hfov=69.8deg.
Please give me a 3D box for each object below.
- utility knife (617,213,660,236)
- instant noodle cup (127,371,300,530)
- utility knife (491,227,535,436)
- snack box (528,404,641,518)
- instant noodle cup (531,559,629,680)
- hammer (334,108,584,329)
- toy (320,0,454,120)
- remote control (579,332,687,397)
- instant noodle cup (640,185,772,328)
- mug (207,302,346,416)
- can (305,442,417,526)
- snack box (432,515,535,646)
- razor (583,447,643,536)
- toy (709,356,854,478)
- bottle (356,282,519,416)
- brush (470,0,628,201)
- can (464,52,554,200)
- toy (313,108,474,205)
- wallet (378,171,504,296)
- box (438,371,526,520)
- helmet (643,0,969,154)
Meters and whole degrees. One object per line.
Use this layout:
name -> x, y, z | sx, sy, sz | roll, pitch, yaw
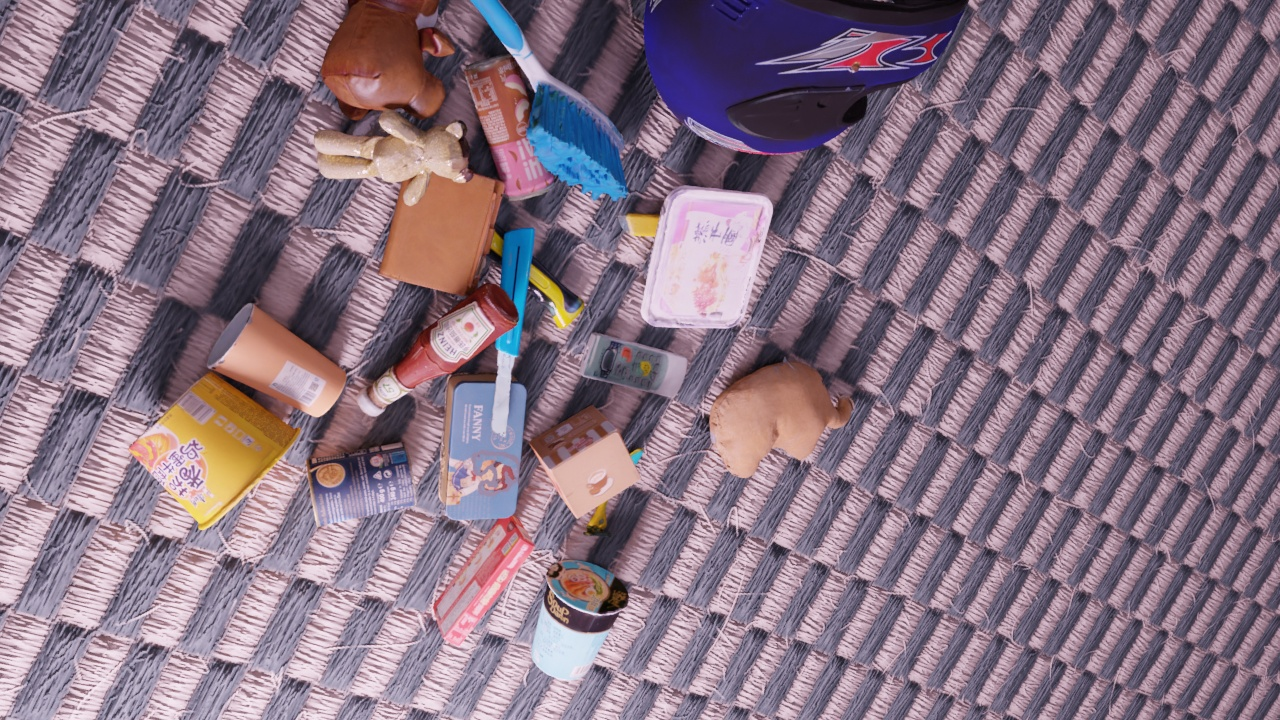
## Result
utility knife -> 0.047, -0.165, 1.111 | 0.163, 0.015, 0.033 | -1, 109, -21
instant noodle cup -> -0.437, 0.086, 0.934 | 0.138, 0.138, 0.110 | -45, 107, -4
utility knife -> -0.146, -0.031, 1.023 | 0.034, 0.018, 0.236 | 4, 97, -21
snack box -> -0.067, 0.120, 1.108 | 0.092, 0.094, 0.077 | -30, 115, -11
instant noodle cup -> -0.086, 0.335, 1.168 | 0.111, 0.111, 0.121 | 12, 110, -25
hammer -> -0.183, -0.153, 1.015 | 0.323, 0.032, 0.126 | 42, 89, -26
toy -> -0.238, -0.336, 0.891 | 0.140, 0.130, 0.199 | 5, 94, 16
remote control -> -0.007, 0.007, 1.140 | 0.135, 0.019, 0.056 | 15, 100, -25
instant noodle cup -> 0.070, -0.128, 1.093 | 0.138, 0.060, 0.174 | 1, 117, -22
mug -> -0.377, 0.005, 0.964 | 0.122, 0.078, 0.078 | 37, 90, -31
can -> -0.311, 0.137, 1.027 | 0.111, 0.075, 0.075 | -10, 109, -19
snack box -> -0.192, 0.263, 1.113 | 0.025, 0.075, 0.153 | 37, 90, -28
razor -> -0.031, 0.167, 1.174 | 0.043, 0.028, 0.132 | 17, 103, -49
toy -> 0.195, 0.066, 1.210 | 0.225, 0.082, 0.143 | -15, 116, -20
bottle -> -0.225, -0.007, 1.001 | 0.206, 0.059, 0.060 | -35, 117, 15
brush -> -0.105, -0.277, 0.936 | 0.314, 0.061, 0.109 | 30, 61, -53
can -> -0.140, -0.250, 0.987 | 0.057, 0.058, 0.147 | -23, 113, -14
toy -> -0.245, -0.206, 0.909 | 0.157, 0.066, 0.105 | -1, 129, 1
wallet -> -0.209, -0.141, 0.973 | 0.107, 0.031, 0.132 | 13, 102, -21
box -> -0.185, 0.093, 1.073 | 0.089, 0.061, 0.184 | -1, 108, -22
helmet -> 0.158, -0.340, 0.975 | 0.315, 0.246, 0.241 | 1, 148, -16
